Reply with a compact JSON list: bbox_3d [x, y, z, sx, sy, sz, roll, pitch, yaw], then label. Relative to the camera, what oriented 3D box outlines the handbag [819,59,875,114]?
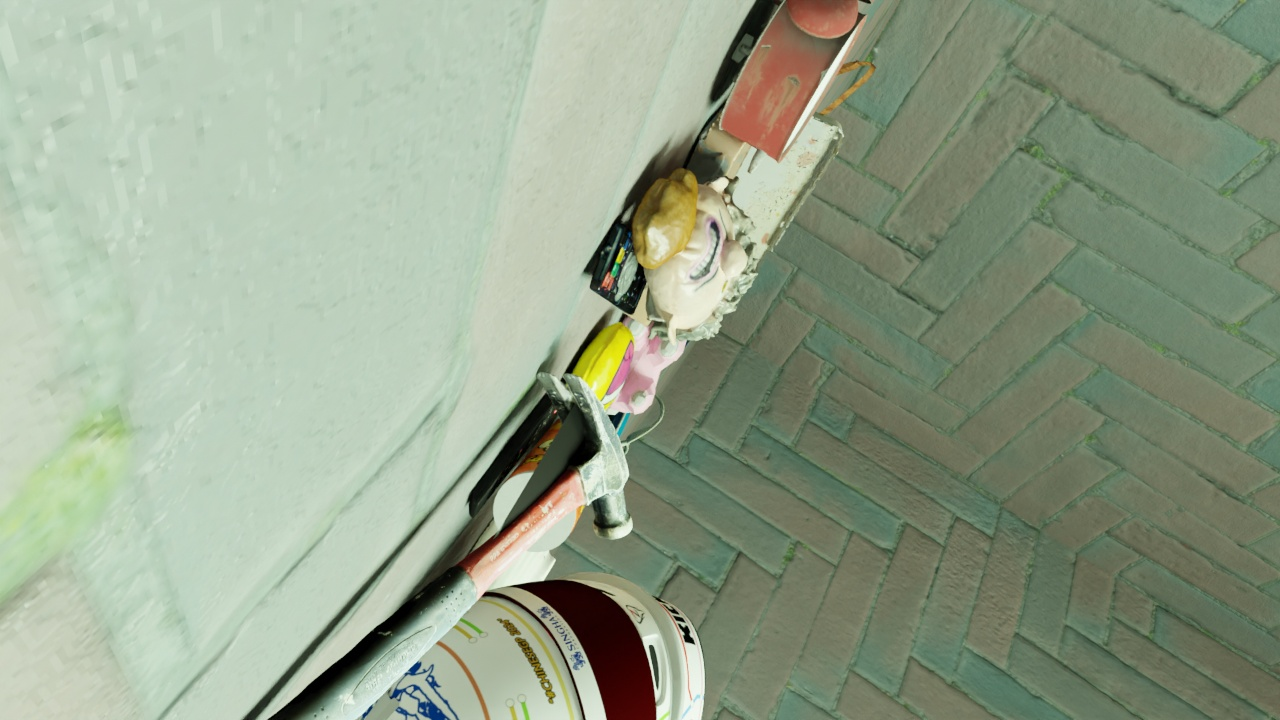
[{"bbox_3d":[0.179,-0.271,0.934,0.093,0.043,0.196,-56,-167,-5],"label":"handbag"}]

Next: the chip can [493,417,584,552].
[{"bbox_3d":[-0.068,0.095,0.777,0.062,0.062,0.210,-58,180,11],"label":"chip can"}]

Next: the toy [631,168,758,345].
[{"bbox_3d":[0.038,-0.076,0.628,0.176,0.076,0.132,24,78,-71],"label":"toy"}]

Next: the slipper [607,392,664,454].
[{"bbox_3d":[-0.022,0.083,1.207,0.118,0.060,0.294,-46,-172,27],"label":"slipper"}]

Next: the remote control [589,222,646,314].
[{"bbox_3d":[-0.014,-0.061,0.633,0.140,0.021,0.045,23,88,-82],"label":"remote control"}]

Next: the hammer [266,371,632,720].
[{"bbox_3d":[-0.108,0.126,0.549,0.325,0.036,0.140,-39,124,-48],"label":"hammer"}]

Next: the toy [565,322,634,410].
[{"bbox_3d":[-0.035,0.010,0.783,0.094,0.041,0.095,-63,172,18],"label":"toy"}]

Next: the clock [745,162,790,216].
[{"bbox_3d":[0.104,-0.172,0.943,0.157,0.059,0.117,-57,175,-9],"label":"clock"}]

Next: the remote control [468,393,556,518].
[{"bbox_3d":[-0.095,0.068,0.708,0.124,0.010,0.039,-55,175,-37],"label":"remote control"}]

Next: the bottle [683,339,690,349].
[{"bbox_3d":[0.045,-0.042,1.254,0.056,0.056,0.160,-59,176,26],"label":"bottle"}]

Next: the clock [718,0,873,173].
[{"bbox_3d":[0.103,-0.210,0.604,0.109,0.062,0.157,-53,174,-47],"label":"clock"}]

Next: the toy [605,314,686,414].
[{"bbox_3d":[-0.005,0.005,0.945,0.123,0.067,0.157,-59,180,2],"label":"toy"}]

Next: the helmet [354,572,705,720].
[{"bbox_3d":[-0.114,0.303,0.717,0.315,0.231,0.235,-52,141,10],"label":"helmet"}]

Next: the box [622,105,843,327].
[{"bbox_3d":[0.074,-0.114,0.773,0.120,0.094,0.218,-50,171,-41],"label":"box"}]

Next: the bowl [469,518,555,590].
[{"bbox_3d":[-0.136,0.217,0.944,0.177,0.071,0.177,-57,176,-7],"label":"bowl"}]
